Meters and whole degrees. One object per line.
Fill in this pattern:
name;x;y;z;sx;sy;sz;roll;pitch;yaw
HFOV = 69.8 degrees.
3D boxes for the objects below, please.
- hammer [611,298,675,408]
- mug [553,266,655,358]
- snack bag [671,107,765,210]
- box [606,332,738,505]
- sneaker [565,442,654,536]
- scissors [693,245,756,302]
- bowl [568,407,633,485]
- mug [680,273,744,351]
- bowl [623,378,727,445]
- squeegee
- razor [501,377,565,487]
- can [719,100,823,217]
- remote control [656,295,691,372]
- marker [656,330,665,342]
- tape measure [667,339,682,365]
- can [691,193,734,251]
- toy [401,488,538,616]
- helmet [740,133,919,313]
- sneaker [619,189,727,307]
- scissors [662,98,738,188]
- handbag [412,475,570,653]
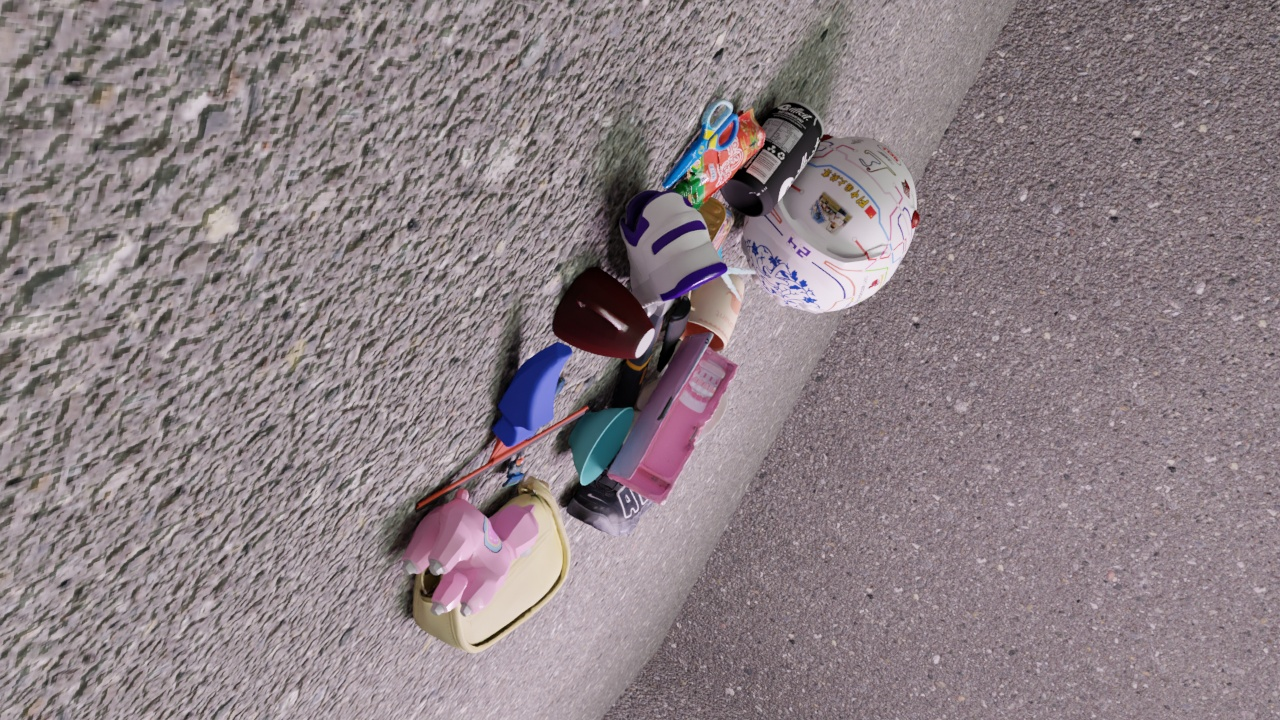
hammer;-0.007;0.007;1.239;0.139;0.035;0.313;-45;160;-48
mug;-0.034;-0.043;0.958;0.087;0.088;0.114;-57;164;-3
snack bag;0.084;-0.231;1.075;0.154;0.044;0.087;-42;146;-27
box;0.049;0.075;1.250;0.232;0.099;0.113;-59;179;-12
sneaker;-0.018;0.173;1.422;0.252;0.097;0.151;-18;132;-68
scissors;0.103;-0.119;1.268;0.115;0.014;0.130;-46;125;-12
bowl;-0.062;0.103;1.226;0.121;0.046;0.121;-52;163;-23
mug;0.096;-0.085;1.314;0.111;0.085;0.104;50;58;-43
bowl;0.039;0.071;1.370;0.176;0.177;0.058;-49;120;-31
squeegee;-0.114;0.042;0.934;0.248;0.055;0.185;-29;163;-44
razor;-0.123;0.080;1.053;0.141;0.018;0.044;-63;167;5
can;0.169;-0.260;1.185;0.145;0.080;0.080;-53;163;-19
remote control;0.045;-0.032;1.240;0.045;0.021;0.141;-57;171;-28
marker;0.042;-0.039;1.338;0.014;0.014;0.132;-64;164;18
tape measure;0.069;-0.022;1.408;0.060;0.020;0.062;-47;174;35
can;0.072;-0.154;1.140;0.100;0.054;0.059;-61;166;10
toy;-0.170;0.191;0.962;0.157;0.067;0.123;-53;126;-47
helmet;0.263;-0.184;1.335;0.236;0.231;0.315;-45;173;-7
sneaker;0.017;-0.123;0.981;0.091;0.111;0.244;-27;-174;-8
scissors;0.066;-0.235;1.019;0.126;0.023;0.061;-53;142;-16
handbag;-0.180;0.248;1.099;0.232;0.089;0.191;-39;140;-50
